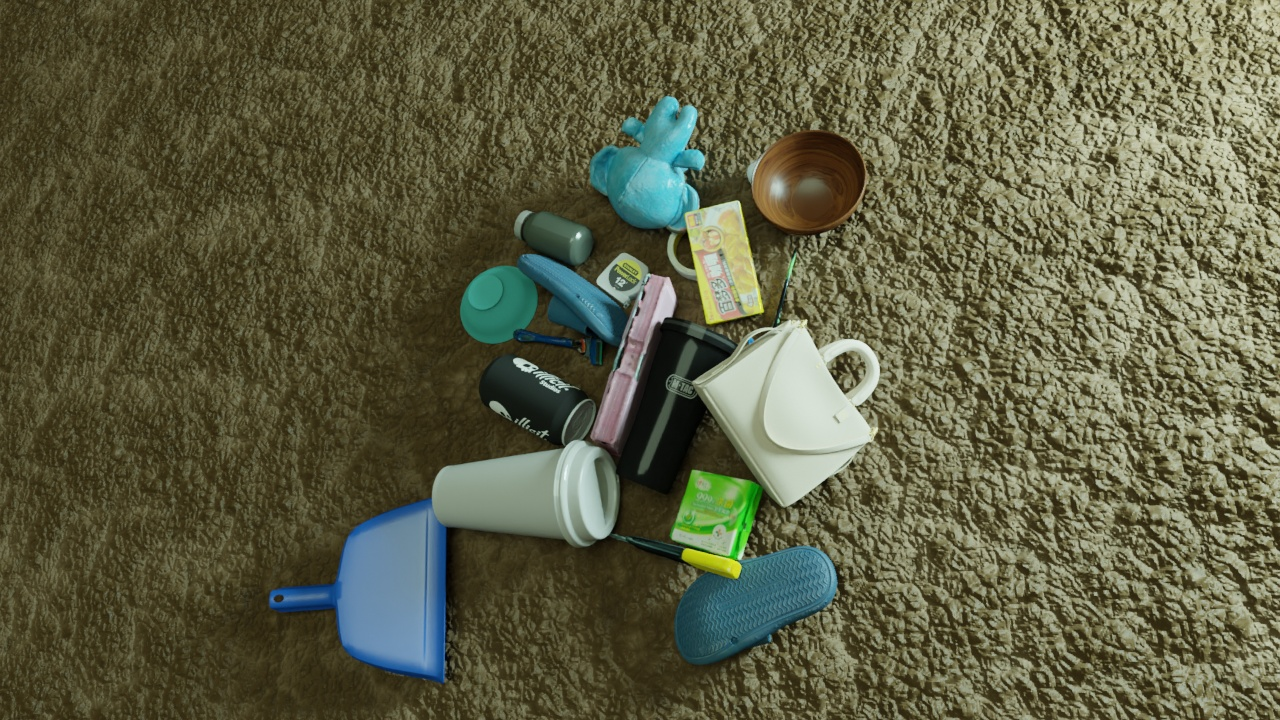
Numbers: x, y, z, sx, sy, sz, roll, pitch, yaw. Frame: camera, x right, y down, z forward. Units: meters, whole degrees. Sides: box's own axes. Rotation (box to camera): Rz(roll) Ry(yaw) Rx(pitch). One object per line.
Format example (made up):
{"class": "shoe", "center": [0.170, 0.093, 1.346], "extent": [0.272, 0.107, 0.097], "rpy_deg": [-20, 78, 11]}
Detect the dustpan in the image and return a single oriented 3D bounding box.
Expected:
{"class": "dustpan", "center": [-0.376, 0.307, 1.219], "extent": [0.258, 0.059, 0.245], "rpy_deg": [-5, 70, 5]}

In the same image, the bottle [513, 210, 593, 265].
{"class": "bottle", "center": [-0.124, -0.177, 1.308], "extent": [0.108, 0.060, 0.060], "rpy_deg": [23, 79, 23]}

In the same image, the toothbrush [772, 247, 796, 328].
{"class": "toothbrush", "center": [0.182, -0.062, 1.199], "extent": [0.017, 0.014, 0.187], "rpy_deg": [16, 77, 8]}

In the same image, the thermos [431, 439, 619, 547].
{"class": "thermos", "center": [-0.149, 0.171, 1.167], "extent": [0.222, 0.131, 0.131], "rpy_deg": [-5, 70, 24]}

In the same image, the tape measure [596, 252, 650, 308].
{"class": "tape measure", "center": [-0.021, -0.112, 1.276], "extent": [0.064, 0.017, 0.065], "rpy_deg": [38, 86, 25]}

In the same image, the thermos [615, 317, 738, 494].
{"class": "thermos", "center": [0.042, 0.055, 1.158], "extent": [0.106, 0.106, 0.218], "rpy_deg": [20, 83, 22]}

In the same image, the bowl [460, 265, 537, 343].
{"class": "bowl", "center": [-0.212, -0.089, 1.311], "extent": [0.121, 0.046, 0.121], "rpy_deg": [-6, 70, 15]}

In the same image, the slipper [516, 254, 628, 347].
{"class": "slipper", "center": [-0.090, -0.078, 1.251], "extent": [0.214, 0.103, 0.059], "rpy_deg": [40, 112, 29]}

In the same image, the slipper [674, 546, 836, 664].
{"class": "slipper", "center": [0.131, 0.282, 1.073], "extent": [0.214, 0.059, 0.103], "rpy_deg": [-30, 54, 18]}

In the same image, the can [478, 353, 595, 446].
{"class": "can", "center": [-0.138, 0.053, 1.221], "extent": [0.146, 0.080, 0.080], "rpy_deg": [27, 81, 23]}

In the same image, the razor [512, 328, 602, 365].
{"class": "razor", "center": [-0.114, -0.027, 1.275], "extent": [0.141, 0.018, 0.044], "rpy_deg": [11, 111, 22]}

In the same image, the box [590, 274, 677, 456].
{"class": "box", "center": [-0.007, 0.007, 1.191], "extent": [0.041, 0.098, 0.232], "rpy_deg": [16, 78, 13]}

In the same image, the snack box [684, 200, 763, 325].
{"class": "snack box", "center": [0.110, -0.128, 1.211], "extent": [0.075, 0.025, 0.152], "rpy_deg": [-12, 89, 13]}

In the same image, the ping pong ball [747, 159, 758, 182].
{"class": "ping pong ball", "center": [0.166, -0.256, 1.256], "extent": [0.040, 0.040, 0.040], "rpy_deg": [-5, 70, 15]}

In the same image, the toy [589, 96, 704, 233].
{"class": "toy", "center": [0.023, -0.270, 1.270], "extent": [0.183, 0.114, 0.181], "rpy_deg": [32, 105, 25]}

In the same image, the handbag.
{"class": "handbag", "center": [0.192, 0.043, 1.088], "extent": [0.198, 0.101, 0.194], "rpy_deg": [-35, 96, -2]}

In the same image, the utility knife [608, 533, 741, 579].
{"class": "utility knife", "center": [0.034, 0.231, 1.111], "extent": [0.198, 0.029, 0.020], "rpy_deg": [7, 61, 36]}

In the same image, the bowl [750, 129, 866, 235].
{"class": "bowl", "center": [0.224, -0.222, 1.211], "extent": [0.147, 0.069, 0.147], "rpy_deg": [-5, 70, 14]}

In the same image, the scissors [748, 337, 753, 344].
{"class": "scissors", "center": [0.152, 0.033, 1.145], "extent": [0.125, 0.016, 0.125], "rpy_deg": [13, 92, -17]}

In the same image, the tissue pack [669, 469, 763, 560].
{"class": "tissue pack", "center": [0.091, 0.187, 1.110], "extent": [0.114, 0.034, 0.099], "rpy_deg": [6, 73, 46]}

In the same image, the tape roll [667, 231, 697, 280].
{"class": "tape roll", "center": [0.084, -0.156, 1.258], "extent": [0.094, 0.019, 0.094], "rpy_deg": [-5, 70, 15]}
